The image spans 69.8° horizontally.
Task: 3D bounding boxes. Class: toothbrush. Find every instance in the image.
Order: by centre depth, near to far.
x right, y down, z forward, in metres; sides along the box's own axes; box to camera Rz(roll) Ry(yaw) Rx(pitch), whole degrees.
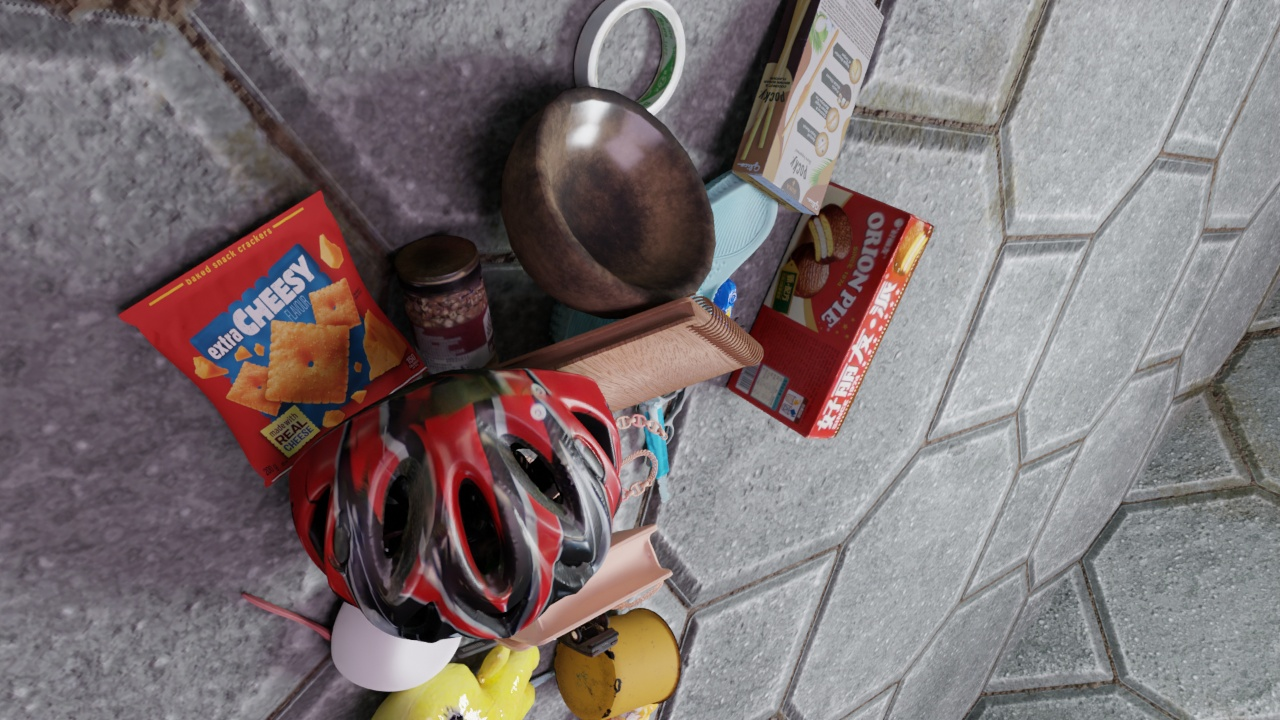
[{"bbox_3d":[-0.245,0.213,0.719,0.015,0.015,0.184,-51,141,-13],"label":"toothbrush"},{"bbox_3d":[-0.111,0.264,0.898,0.167,0.013,0.013,-7,112,-44],"label":"toothbrush"}]

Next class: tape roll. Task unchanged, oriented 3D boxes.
[{"bbox_3d":[-0.007,-0.220,0.671,0.093,0.018,0.094,-26,132,-33],"label":"tape roll"}]

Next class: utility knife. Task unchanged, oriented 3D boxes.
[{"bbox_3d":[0.015,0.093,0.900,0.022,0.015,0.149,-10,130,-5],"label":"utility knife"}]

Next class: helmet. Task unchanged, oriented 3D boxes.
[{"bbox_3d":[-0.112,0.096,0.609,0.217,0.166,0.272,-17,157,-12],"label":"helmet"}]

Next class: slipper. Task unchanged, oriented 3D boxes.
[{"bbox_3d":[0.036,-0.075,0.779,0.275,0.069,0.116,-38,134,-24],"label":"slipper"}]

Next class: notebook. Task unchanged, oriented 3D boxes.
[{"bbox_3d":[-0.004,0.004,0.695,0.169,0.022,0.210,-19,167,14],"label":"notebook"}]

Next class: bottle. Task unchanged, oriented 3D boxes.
[{"bbox_3d":[-0.132,-0.028,0.638,0.056,0.056,0.105,-30,135,-30],"label":"bottle"},{"bbox_3d":[-0.025,0.411,1.053,0.063,0.063,0.109,16,104,-51],"label":"bottle"}]

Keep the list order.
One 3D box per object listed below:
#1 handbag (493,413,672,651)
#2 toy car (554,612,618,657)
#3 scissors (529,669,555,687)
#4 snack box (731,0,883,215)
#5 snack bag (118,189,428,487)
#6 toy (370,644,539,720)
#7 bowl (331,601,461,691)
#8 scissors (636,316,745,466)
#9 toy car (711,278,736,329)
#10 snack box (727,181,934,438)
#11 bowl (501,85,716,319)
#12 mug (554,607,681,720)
[{"bbox_3d":[-0.070,0.147,0.842,0.198,0.117,0.187,-19,91,-33],"label":"handbag"},{"bbox_3d":[-0.063,0.256,0.878,0.040,0.092,0.037,-16,113,-41],"label":"toy car"},{"bbox_3d":[-0.151,0.361,0.924,0.170,0.013,0.175,-17,125,-44],"label":"scissors"},{"bbox_3d":[0.146,-0.231,0.788,0.101,0.032,0.186,18,91,-51],"label":"snack box"},{"bbox_3d":[-0.218,-0.011,0.571,0.130,0.039,0.144,-39,129,-20],"label":"snack bag"},{"bbox_3d":[-0.164,0.322,0.819,0.207,0.092,0.134,-12,112,-47],"label":"toy"},{"bbox_3d":[-0.185,0.219,0.741,0.114,0.051,0.115,-25,124,-43],"label":"bowl"},{"bbox_3d":[0.051,0.031,0.910,0.159,0.014,0.121,-31,134,-25],"label":"scissors"},{"bbox_3d":[0.054,-0.029,0.853,0.061,0.033,0.092,-26,132,-43],"label":"toy car"},{"bbox_3d":[0.187,-0.050,0.918,0.060,0.113,0.236,7,110,-48],"label":"snack box"},{"bbox_3d":[-0.028,-0.102,0.640,0.162,0.070,0.162,20,59,-36],"label":"bowl"},{"bbox_3d":[-0.030,0.327,0.959,0.094,0.100,0.124,2,116,-45],"label":"mug"}]
